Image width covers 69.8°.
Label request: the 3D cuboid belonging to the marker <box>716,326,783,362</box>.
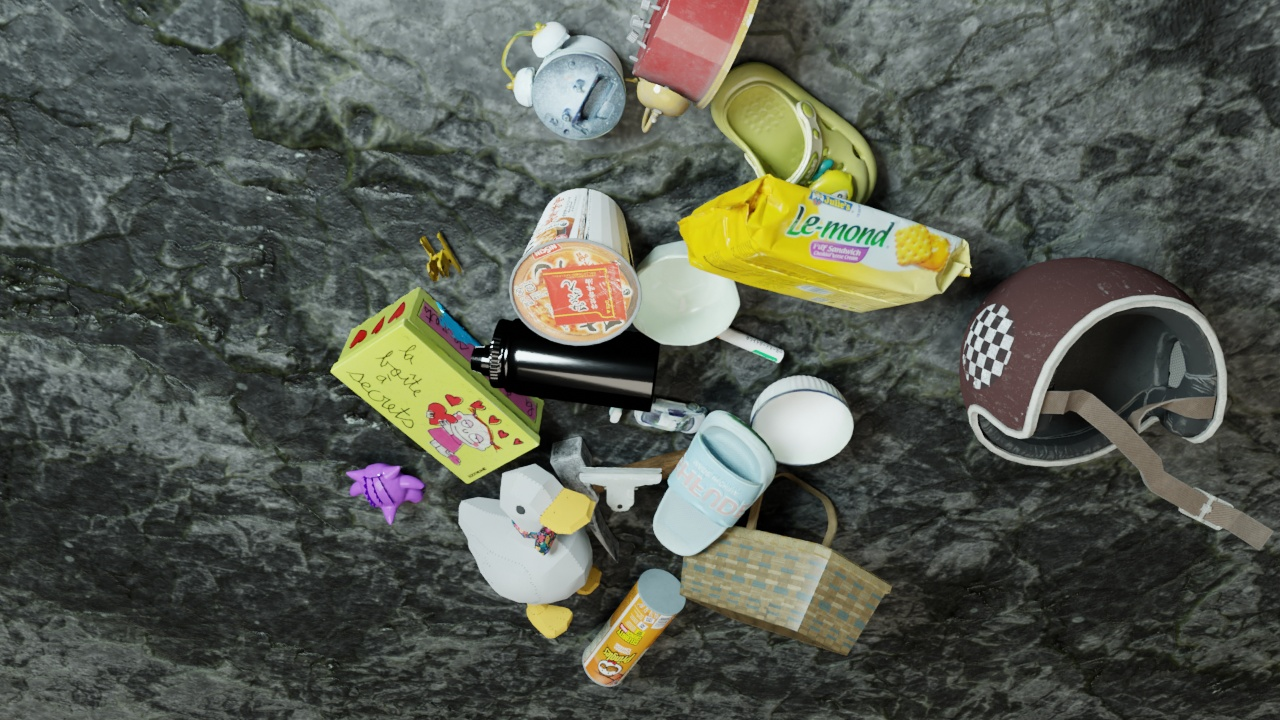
[{"bbox_3d":[0.095,-0.031,1.027,0.145,0.017,0.017,22,128,-17],"label":"marker"}]

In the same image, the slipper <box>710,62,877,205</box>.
[{"bbox_3d":[0.146,-0.192,0.844,0.190,0.081,0.092,37,120,-23],"label":"slipper"}]

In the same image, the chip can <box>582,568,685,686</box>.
[{"bbox_3d":[-0.013,0.402,1.369,0.075,0.075,0.216,19,129,-15],"label":"chip can"}]

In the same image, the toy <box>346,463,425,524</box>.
[{"bbox_3d":[-0.331,0.166,1.185,0.106,0.055,0.088,-7,132,8],"label":"toy"}]

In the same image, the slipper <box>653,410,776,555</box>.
[{"bbox_3d":[0.078,0.162,1.092,0.104,0.074,0.246,35,132,8],"label":"slipper"}]

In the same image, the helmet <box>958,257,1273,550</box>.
[{"bbox_3d":[0.445,0.019,0.901,0.233,0.253,0.234,2,107,-7],"label":"helmet"}]

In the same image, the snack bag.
[{"bbox_3d":[0.163,-0.101,0.862,0.247,0.068,0.160,13,174,-20],"label":"snack bag"}]

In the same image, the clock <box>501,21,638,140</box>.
[{"bbox_3d":[-0.066,-0.250,0.815,0.117,0.057,0.083,23,128,-18],"label":"clock"}]

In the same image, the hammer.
[{"bbox_3d":[0.060,0.158,1.181,0.301,0.037,0.218,-14,129,13],"label":"hammer"}]

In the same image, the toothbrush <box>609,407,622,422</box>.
[{"bbox_3d":[-0.006,0.006,1.064,0.016,0.016,0.181,15,129,-9],"label":"toothbrush"}]

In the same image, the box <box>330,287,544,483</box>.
[{"bbox_3d":[-0.226,0.032,1.051,0.125,0.081,0.221,-27,126,23],"label":"box"}]

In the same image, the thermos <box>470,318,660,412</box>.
[{"bbox_3d":[-0.082,0.002,1.009,0.198,0.085,0.086,7,131,3],"label":"thermos"}]

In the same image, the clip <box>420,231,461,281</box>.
[{"bbox_3d":[-0.206,-0.104,0.956,0.044,0.049,0.054,-35,129,-14],"label":"clip"}]

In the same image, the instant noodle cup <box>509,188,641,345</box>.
[{"bbox_3d":[-0.059,-0.101,0.901,0.123,0.121,0.124,1,131,1],"label":"instant noodle cup"}]

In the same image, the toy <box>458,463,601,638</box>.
[{"bbox_3d":[-0.139,0.226,1.169,0.247,0.140,0.268,12,136,34],"label":"toy"}]

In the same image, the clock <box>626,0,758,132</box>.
[{"bbox_3d":[0.030,-0.265,0.758,0.081,0.117,0.159,21,121,-11],"label":"clock"}]

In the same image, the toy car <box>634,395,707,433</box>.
[{"bbox_3d":[0.037,0.068,1.109,0.089,0.027,0.039,10,129,-8],"label":"toy car"}]

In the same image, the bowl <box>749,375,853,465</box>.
[{"bbox_3d":[0.185,0.060,1.072,0.118,0.062,0.118,2,129,2],"label":"bowl"}]

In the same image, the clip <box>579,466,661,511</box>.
[{"bbox_3d":[-0.025,0.161,1.136,0.102,0.046,0.056,1,118,0],"label":"clip"}]

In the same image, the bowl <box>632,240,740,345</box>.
[{"bbox_3d":[0.044,-0.077,0.959,0.117,0.061,0.118,1,130,1],"label":"bowl"}]

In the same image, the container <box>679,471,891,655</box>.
[{"bbox_3d":[0.181,0.244,1.166,0.157,0.186,0.250,33,160,-34],"label":"container"}]
